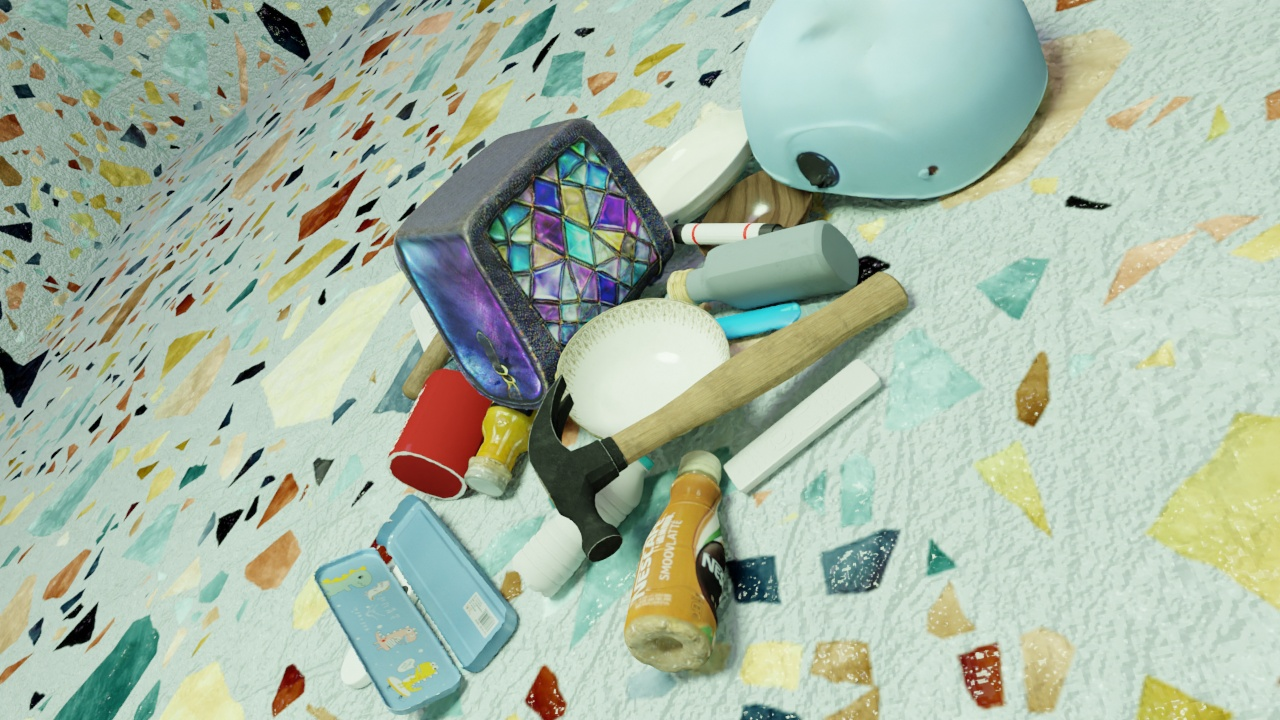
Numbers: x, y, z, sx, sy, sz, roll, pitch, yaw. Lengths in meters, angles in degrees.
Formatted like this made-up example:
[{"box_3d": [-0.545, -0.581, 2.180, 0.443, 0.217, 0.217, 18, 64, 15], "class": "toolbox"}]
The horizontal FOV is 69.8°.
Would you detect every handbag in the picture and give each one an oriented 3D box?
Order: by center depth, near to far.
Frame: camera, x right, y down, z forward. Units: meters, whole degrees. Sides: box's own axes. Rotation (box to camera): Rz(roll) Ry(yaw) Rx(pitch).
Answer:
[{"box_3d": [-0.083, -0.078, 0.826, 0.126, 0.222, 0.204, 3, 44, 45], "class": "handbag"}]

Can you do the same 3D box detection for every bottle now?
[{"box_3d": [0.031, 0.131, 0.641, 0.059, 0.059, 0.166, -21, 32, 28], "class": "bottle"}, {"box_3d": [-0.042, 0.125, 0.728, 0.136, 0.044, 0.044, -47, 35, -5], "class": "bottle"}, {"box_3d": [0.096, -0.073, 0.776, 0.162, 0.072, 0.046, -10, 64, 38], "class": "bottle"}, {"box_3d": [-0.113, 0.041, 0.877, 0.053, 0.053, 0.185, -7, 49, 40], "class": "bottle"}]

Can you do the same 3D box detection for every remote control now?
[{"box_3d": [0.119, 0.049, 0.677, 0.131, 0.012, 0.033, -39, 33, 5], "class": "remote control"}, {"box_3d": [-0.226, 0.228, 0.828, 0.043, 0.013, 0.136, -4, 51, 42], "class": "remote control"}, {"box_3d": [-0.244, -0.044, 1.116, 0.060, 0.025, 0.138, -41, 37, 3], "class": "remote control"}]

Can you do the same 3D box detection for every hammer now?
[{"box_3d": [0.062, 0.016, 0.678, 0.305, 0.040, 0.132, -30, 54, -10], "class": "hammer"}, {"box_3d": [-0.180, -0.089, 1.043, 0.130, 0.040, 0.320, -19, 39, 54], "class": "hammer"}]

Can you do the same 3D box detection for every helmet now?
[{"box_3d": [0.196, -0.259, 0.783, 0.266, 0.167, 0.225, 6, 57, 40], "class": "helmet"}]

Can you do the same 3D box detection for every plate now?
[{"box_3d": [0.050, -0.186, 0.953, 0.183, 0.034, 0.182, -34, 27, 19], "class": "plate"}]

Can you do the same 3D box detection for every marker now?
[{"box_3d": [0.084, -0.112, 0.815, 0.146, 0.019, 0.019, 9, 60, 48], "class": "marker"}]

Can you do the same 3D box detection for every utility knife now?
[{"box_3d": [0.092, -0.029, 0.783, 0.199, 0.015, 0.031, -11, 51, 42], "class": "utility knife"}]

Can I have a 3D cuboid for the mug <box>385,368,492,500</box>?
[{"box_3d": [-0.196, 0.079, 0.904, 0.117, 0.080, 0.096, -45, 21, 54], "class": "mug"}]

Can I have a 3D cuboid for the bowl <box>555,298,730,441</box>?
[{"box_3d": [0.008, 0.022, 0.752, 0.145, 0.063, 0.145, -8, 50, 10], "class": "bowl"}]

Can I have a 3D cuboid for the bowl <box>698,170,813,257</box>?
[{"box_3d": [0.112, -0.126, 0.849, 0.119, 0.032, 0.119, -26, 39, 23], "class": "bowl"}]

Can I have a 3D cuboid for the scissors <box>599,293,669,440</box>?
[{"box_3d": [-0.003, 0.007, 0.837, 0.065, 0.033, 0.173, -15, 42, 59], "class": "scissors"}]

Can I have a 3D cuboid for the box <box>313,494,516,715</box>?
[{"box_3d": [-0.196, 0.205, 0.787, 0.126, 0.039, 0.209, -39, 40, -16], "class": "box"}]
